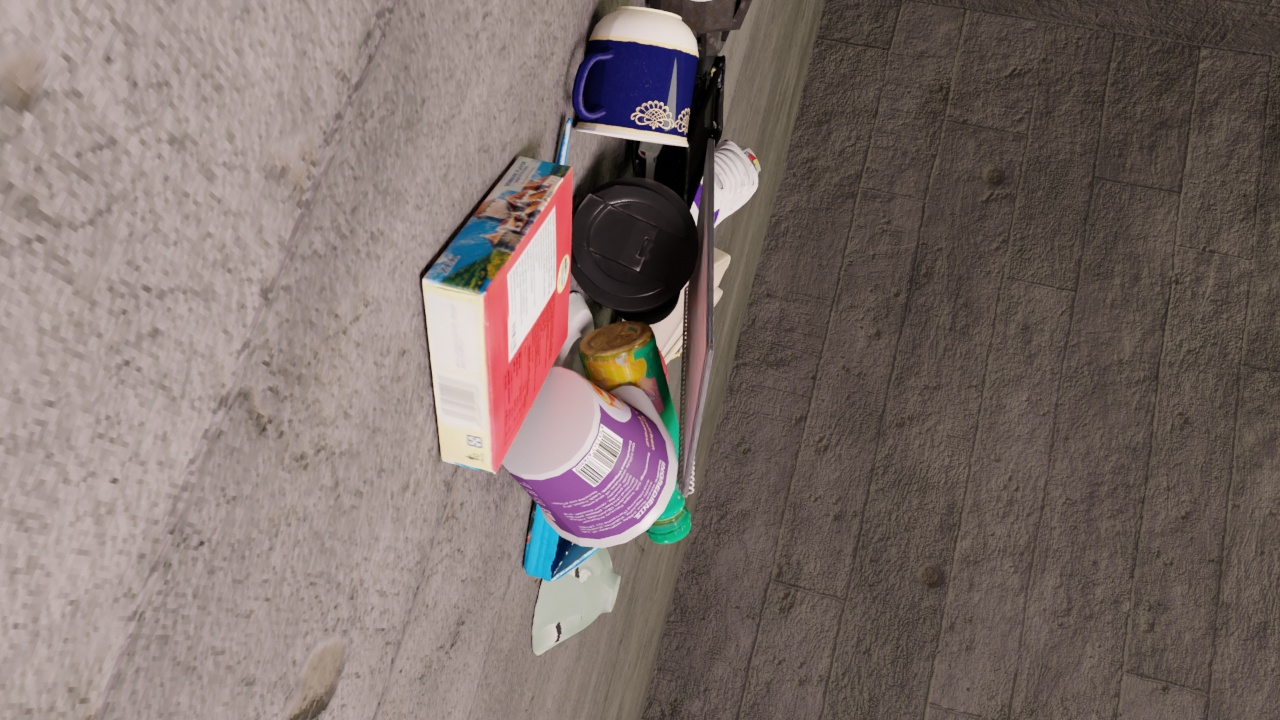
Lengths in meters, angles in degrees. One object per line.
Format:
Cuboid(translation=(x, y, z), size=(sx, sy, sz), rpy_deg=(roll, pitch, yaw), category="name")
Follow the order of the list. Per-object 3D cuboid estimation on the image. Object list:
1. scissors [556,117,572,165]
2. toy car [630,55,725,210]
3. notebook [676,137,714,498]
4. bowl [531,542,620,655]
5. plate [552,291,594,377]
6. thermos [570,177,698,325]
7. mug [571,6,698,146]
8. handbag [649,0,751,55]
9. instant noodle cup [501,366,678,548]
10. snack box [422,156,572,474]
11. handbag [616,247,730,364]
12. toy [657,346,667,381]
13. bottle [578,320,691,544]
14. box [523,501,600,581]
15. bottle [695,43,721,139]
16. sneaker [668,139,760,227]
Cuboid(translation=(-0.062, -0.114, 0.668), size=(0.070, 0.022, 0.130), rpy_deg=(-22, 121, -77), category="scissors")
Cuboid(translation=(0.034, -0.221, 0.893), size=(0.191, 0.071, 0.094), rpy_deg=(-68, 166, -44), category="toy car")
Cuboid(translation=(0.048, -0.036, 0.750), size=(0.178, 0.013, 0.245), rpy_deg=(95, -1, -48), category="notebook")
Cuboid(translation=(-0.059, 0.246, 1.009), size=(0.174, 0.068, 0.174), rpy_deg=(17, 89, -81), category="bowl")
Cuboid(translation=(-0.068, 0.017, 0.803), size=(0.157, 0.014, 0.157), rpy_deg=(14, 89, -79), category="plate")
Cuboid(translation=(-0.002, -0.082, 0.814), size=(0.218, 0.106, 0.105), rpy_deg=(62, 42, -83), category="thermos")
Cuboid(translation=(-0.008, -0.208, 0.667), size=(0.111, 0.086, 0.089), rpy_deg=(-8, 111, -52), category="mug")
Cuboid(translation=(0.074, -0.372, 0.824), size=(0.200, 0.102, 0.196), rpy_deg=(90, 16, -54), category="handbag")
Cuboid(translation=(-0.046, 0.059, 0.687), size=(0.122, 0.122, 0.136), rpy_deg=(50, 54, -58), category="instant noodle cup")
Cuboid(translation=(-0.083, -0.030, 0.572), size=(0.144, 0.040, 0.143), rpy_deg=(-67, 166, -48), category="snack box")
Cuboid(translation=(0.021, -0.040, 1.054), size=(0.198, 0.101, 0.194), rpy_deg=(-67, 173, 15), category="handbag")
Cuboid(translation=(-0.005, 0.005, 0.904), size=(0.132, 0.062, 0.092), rpy_deg=(-51, 120, -83), category="toy")
Cuboid(translation=(0.003, 0.070, 0.827), size=(0.067, 0.068, 0.210), rpy_deg=(-61, 140, -58), category="bottle")
Cuboid(translation=(-0.036, 0.133, 0.929), size=(0.243, 0.085, 0.092), rpy_deg=(-51, 154, -69), category="box")
Cuboid(translation=(0.063, -0.301, 0.995), size=(0.161, 0.056, 0.056), rpy_deg=(88, 18, -59), category="bottle")
Cuboid(translation=(0.083, -0.196, 1.026), size=(0.111, 0.092, 0.244), rpy_deg=(-37, -178, 12), category="sneaker")
